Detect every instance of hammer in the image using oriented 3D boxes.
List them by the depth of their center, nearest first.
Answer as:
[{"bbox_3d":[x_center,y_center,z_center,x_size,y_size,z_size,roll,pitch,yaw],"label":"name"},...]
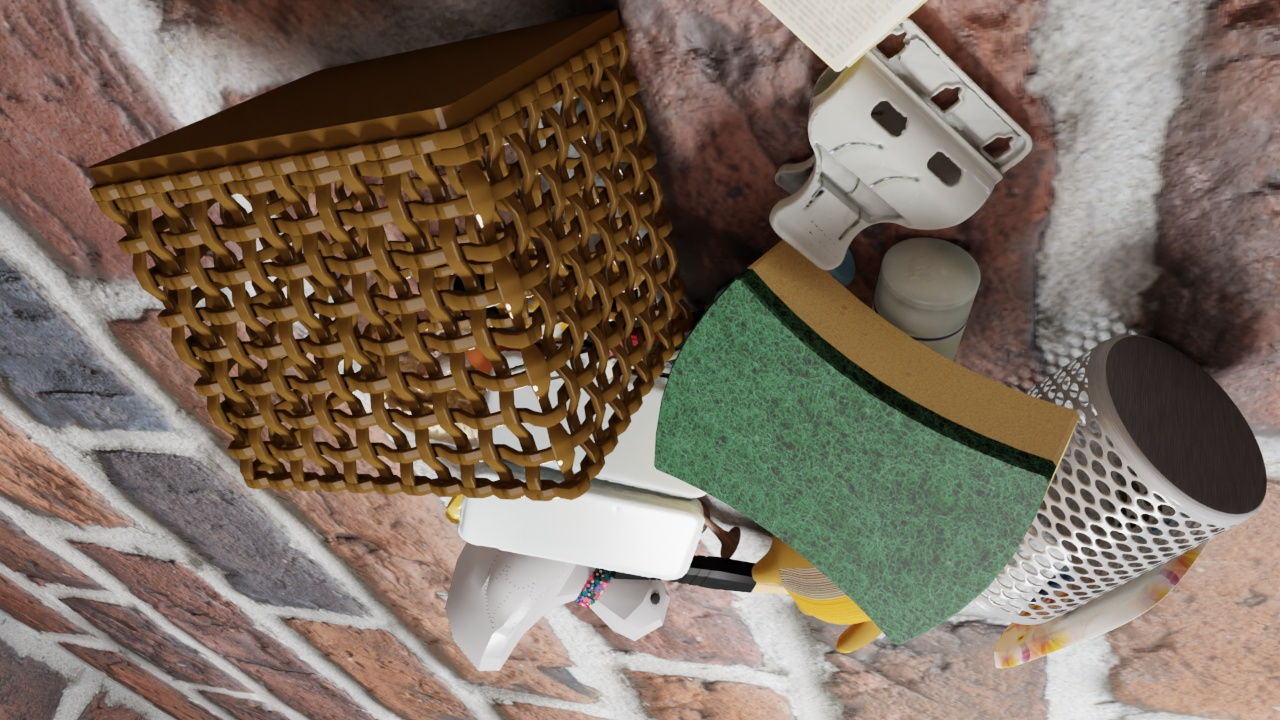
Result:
[{"bbox_3d":[0.134,0.231,0.965,0.328,0.039,0.131,9,140,-6],"label":"hammer"}]

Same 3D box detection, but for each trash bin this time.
[{"bbox_3d":[0.322,0.087,0.670,0.156,0.156,0.184,27,139,-9],"label":"trash bin"}]

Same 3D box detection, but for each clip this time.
[{"bbox_3d":[0.147,-0.124,0.569,0.124,0.074,0.144,37,128,-18],"label":"clip"}]

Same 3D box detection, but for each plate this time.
[{"bbox_3d":[0.382,0.181,0.760,0.016,0.186,0.187,53,143,13],"label":"plate"}]

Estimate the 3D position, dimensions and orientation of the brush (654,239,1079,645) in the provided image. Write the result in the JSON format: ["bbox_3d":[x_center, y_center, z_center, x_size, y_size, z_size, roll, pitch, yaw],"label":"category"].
[{"bbox_3d":[0.141,0.057,0.636,0.250,0.075,0.196,35,134,16],"label":"brush"}]

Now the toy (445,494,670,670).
[{"bbox_3d":[-0.101,0.231,1.005,0.267,0.246,0.141,42,162,0],"label":"toy"}]

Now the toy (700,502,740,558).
[{"bbox_3d":[0.059,0.169,0.968,0.055,0.041,0.102,3,148,41],"label":"toy"}]

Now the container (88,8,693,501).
[{"bbox_3d":[-0.133,-0.068,0.579,0.252,0.218,0.214,-2,120,24],"label":"container"}]

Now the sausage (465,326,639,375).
[{"bbox_3d":[-0.070,0.006,0.792,0.164,0.044,0.039,12,163,-20],"label":"sausage"}]

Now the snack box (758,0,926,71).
[{"bbox_3d":[0.098,-0.219,0.466,0.105,0.061,0.084,35,139,-19],"label":"snack box"}]

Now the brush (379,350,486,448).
[{"bbox_3d":[-0.115,0.046,0.859,0.271,0.083,0.057,10,142,13],"label":"brush"}]

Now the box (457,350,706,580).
[{"bbox_3d":[-0.040,0.096,0.775,0.210,0.061,0.193,14,114,-7],"label":"box"}]

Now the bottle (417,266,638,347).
[{"bbox_3d":[-0.096,-0.050,0.754,0.182,0.059,0.059,10,141,12],"label":"bottle"}]

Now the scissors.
[{"bbox_3d":[-0.018,-0.010,0.707,0.146,0.015,0.187,-48,145,17],"label":"scissors"}]

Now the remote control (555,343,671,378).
[{"bbox_3d":[-0.005,0.004,0.769,0.146,0.008,0.045,13,175,-28],"label":"remote control"}]

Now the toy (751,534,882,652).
[{"bbox_3d":[0.222,0.158,0.822,0.204,0.162,0.198,-18,90,35],"label":"toy"}]

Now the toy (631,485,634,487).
[{"bbox_3d":[-0.014,0.127,0.908,0.159,0.084,0.194,41,161,-32],"label":"toy"}]

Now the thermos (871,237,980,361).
[{"bbox_3d":[0.199,0.011,0.699,0.068,0.067,0.230,11,141,11],"label":"thermos"}]

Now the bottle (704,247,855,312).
[{"bbox_3d":[0.097,-0.051,0.687,0.040,0.040,0.130,39,138,-24],"label":"bottle"}]

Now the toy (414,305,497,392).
[{"bbox_3d":[-0.151,-0.015,0.824,0.106,0.085,0.074,3,107,-14],"label":"toy"}]
